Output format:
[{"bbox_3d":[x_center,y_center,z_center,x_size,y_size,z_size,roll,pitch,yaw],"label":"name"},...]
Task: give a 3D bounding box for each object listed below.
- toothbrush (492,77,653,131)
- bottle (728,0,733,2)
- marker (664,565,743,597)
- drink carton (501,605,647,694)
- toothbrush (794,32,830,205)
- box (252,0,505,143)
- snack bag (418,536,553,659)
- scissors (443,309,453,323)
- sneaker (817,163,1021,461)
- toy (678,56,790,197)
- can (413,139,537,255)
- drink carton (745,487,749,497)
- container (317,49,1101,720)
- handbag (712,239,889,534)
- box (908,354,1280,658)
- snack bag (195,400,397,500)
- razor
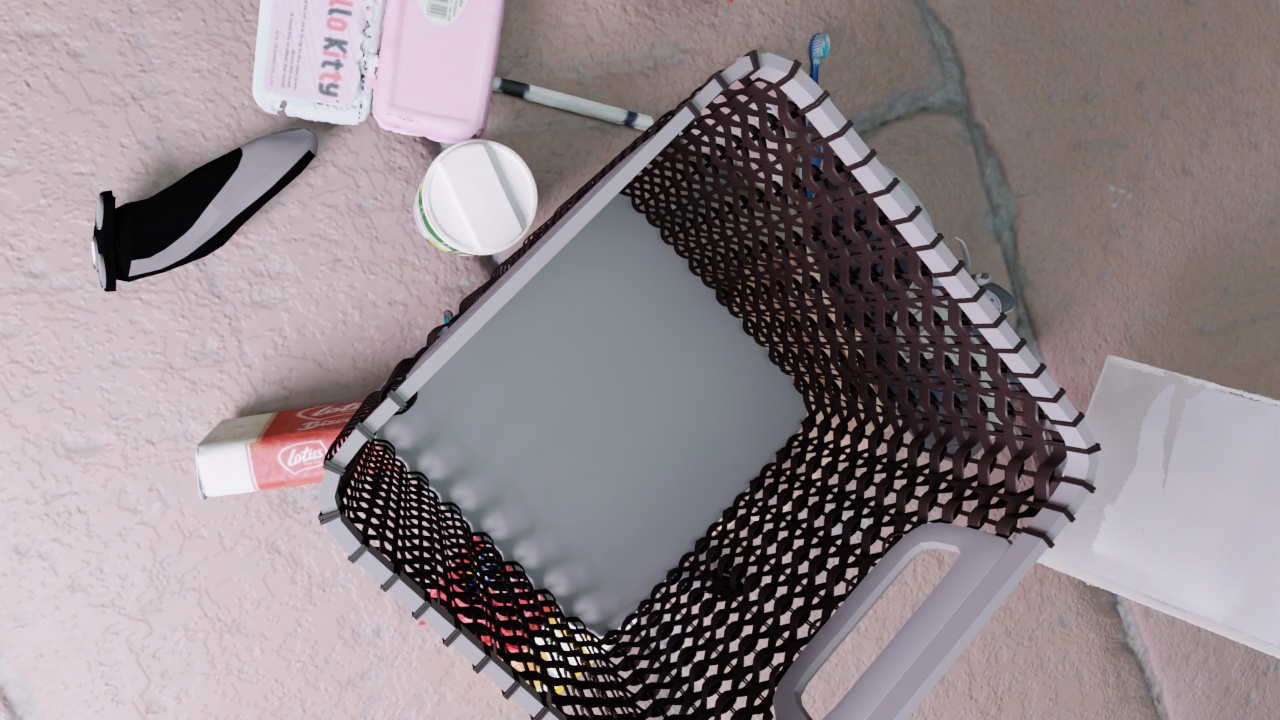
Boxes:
[{"bbox_3d":[-0.078,-0.189,0.643,0.186,0.017,0.012,10,92,-17],"label":"toothbrush"},{"bbox_3d":[0.047,-0.301,0.628,0.111,0.099,0.099,-27,103,-8],"label":"bottle"},{"bbox_3d":[0.033,0.162,0.697,0.138,0.016,0.022,24,60,-37],"label":"marker"},{"bbox_3d":[-0.053,0.193,0.680,0.122,0.040,0.058,-41,105,-9],"label":"drink carton"},{"bbox_3d":[0.133,-0.184,0.707,0.021,0.017,0.135,4,95,-15],"label":"toothbrush"},{"bbox_3d":[-0.160,-0.248,0.585,0.153,0.041,0.201,7,92,-14],"label":"box"},{"bbox_3d":[-0.071,0.126,0.635,0.082,0.082,0.176,40,72,-17],"label":"snack bag"},{"bbox_3d":[-0.090,0.023,0.661,0.118,0.019,0.148,-22,106,-8],"label":"scissors"},{"bbox_3d":[0.230,-0.048,0.719,0.124,0.089,0.239,-16,84,-39],"label":"sneaker"},{"bbox_3d":[0.076,-0.177,0.674,0.099,0.053,0.095,24,76,-21],"label":"toy"},{"bbox_3d":[-0.109,-0.101,0.589,0.067,0.121,0.067,-2,96,-16],"label":"can"},{"bbox_3d":[0.019,0.051,0.638,0.058,0.041,0.122,-33,106,24],"label":"drink carton"},{"bbox_3d":[0.011,0.040,0.470,0.247,0.244,0.245,-46,105,-10],"label":"container"},{"bbox_3d":[0.073,0.006,0.695,0.187,0.116,0.199,-23,109,21],"label":"handbag"},{"bbox_3d":[0.372,0.096,0.803,0.165,0.446,0.167,22,89,-8],"label":"box"},{"bbox_3d":[-0.165,0.048,0.599,0.225,0.077,0.041,-6,102,-10],"label":"snack bag"},{"bbox_3d":[-0.272,-0.100,0.578,0.156,0.057,0.060,-30,132,-20],"label":"razor"}]
